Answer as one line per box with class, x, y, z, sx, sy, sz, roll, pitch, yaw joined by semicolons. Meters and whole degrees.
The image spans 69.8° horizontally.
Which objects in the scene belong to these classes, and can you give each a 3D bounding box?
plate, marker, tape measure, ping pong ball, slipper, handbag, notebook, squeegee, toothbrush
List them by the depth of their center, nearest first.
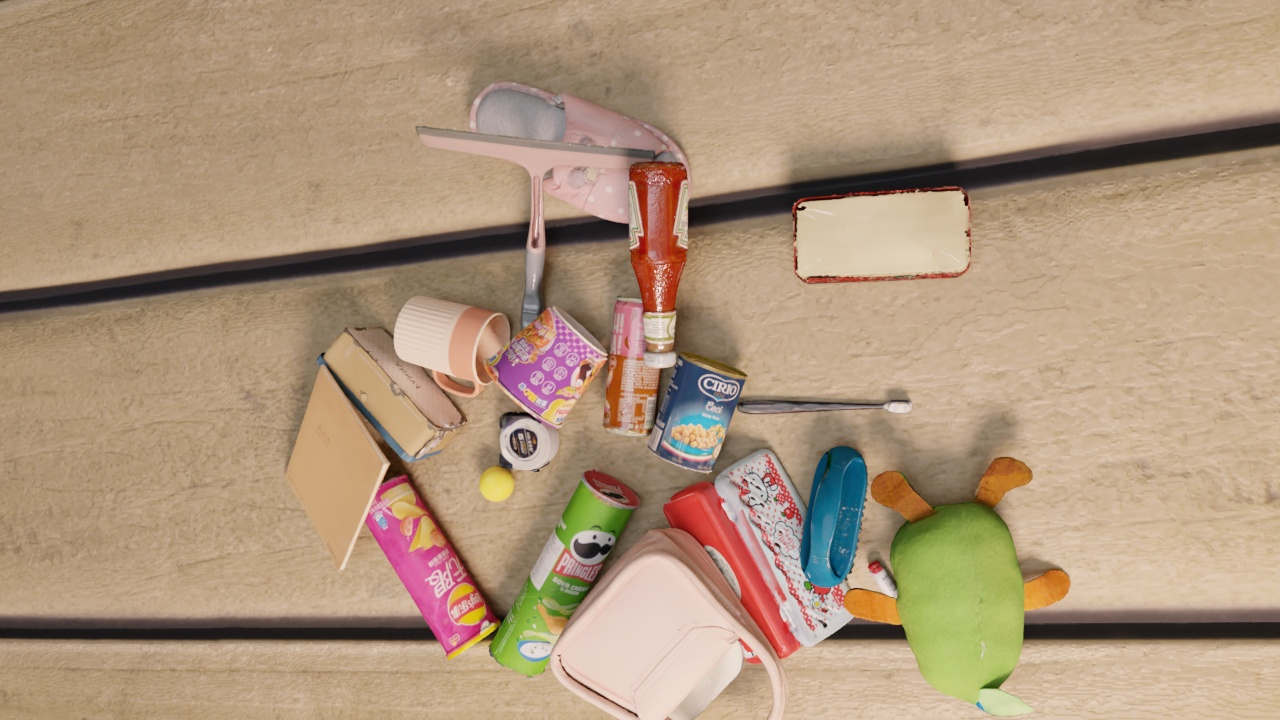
marker;0.279;0.271;0.942;0.017;0.017;0.145;-35;83;15
handbag;0.045;0.307;0.943;0.234;0.093;0.194;40;107;6
toothbrush;0.190;0.049;0.958;0.181;0.018;0.015;-1;95;18
slipper;-0.070;-0.230;0.999;0.274;0.054;0.114;27;99;13
squeegee;-0.116;-0.125;1.001;0.248;0.040;0.250;7;118;3
plate;0.019;0.312;1.007;0.164;0.034;0.164;45;107;13
tape measure;-0.127;0.092;1.044;0.066;0.033;0.066;5;96;18
ping pong ball;-0.165;0.142;1.053;0.040;0.040;0.040;1;93;16
notebook;-0.357;0.128;1.064;0.149;0.012;0.212;50;131;22

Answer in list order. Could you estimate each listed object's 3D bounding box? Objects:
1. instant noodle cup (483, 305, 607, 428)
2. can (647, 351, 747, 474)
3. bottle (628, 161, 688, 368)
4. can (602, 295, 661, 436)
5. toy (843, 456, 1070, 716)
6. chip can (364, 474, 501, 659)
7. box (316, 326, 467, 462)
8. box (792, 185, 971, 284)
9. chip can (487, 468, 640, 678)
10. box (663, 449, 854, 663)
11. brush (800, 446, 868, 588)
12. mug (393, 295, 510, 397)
instant noodle cup;-0.096;0.003;0.995;0.111;0.111;0.099;45;96;10
can;0.059;0.055;0.965;0.075;0.075;0.111;21;99;14
bottle;0.019;-0.095;0.924;0.060;0.059;0.206;3;105;16
can;-0.006;0.006;0.991;0.058;0.057;0.147;7;95;16
toy;0.309;0.218;0.892;0.227;0.090;0.246;-5;92;2
chip can;-0.248;0.238;1.067;0.071;0.071;0.210;-37;83;15
box;-0.289;0.031;1.060;0.184;0.089;0.061;44;104;12
box;0.236;-0.120;0.904;0.168;0.076;0.091;-1;91;17
chip can;-0.086;0.238;1.020;0.072;0.072;0.236;32;101;13
box;0.128;0.207;0.973;0.119;0.098;0.201;-33;84;47
brush;0.192;0.154;0.916;0.055;0.073;0.143;8;75;26
mug;-0.213;-0.012;1.046;0.106;0.081;0.115;14;126;17
